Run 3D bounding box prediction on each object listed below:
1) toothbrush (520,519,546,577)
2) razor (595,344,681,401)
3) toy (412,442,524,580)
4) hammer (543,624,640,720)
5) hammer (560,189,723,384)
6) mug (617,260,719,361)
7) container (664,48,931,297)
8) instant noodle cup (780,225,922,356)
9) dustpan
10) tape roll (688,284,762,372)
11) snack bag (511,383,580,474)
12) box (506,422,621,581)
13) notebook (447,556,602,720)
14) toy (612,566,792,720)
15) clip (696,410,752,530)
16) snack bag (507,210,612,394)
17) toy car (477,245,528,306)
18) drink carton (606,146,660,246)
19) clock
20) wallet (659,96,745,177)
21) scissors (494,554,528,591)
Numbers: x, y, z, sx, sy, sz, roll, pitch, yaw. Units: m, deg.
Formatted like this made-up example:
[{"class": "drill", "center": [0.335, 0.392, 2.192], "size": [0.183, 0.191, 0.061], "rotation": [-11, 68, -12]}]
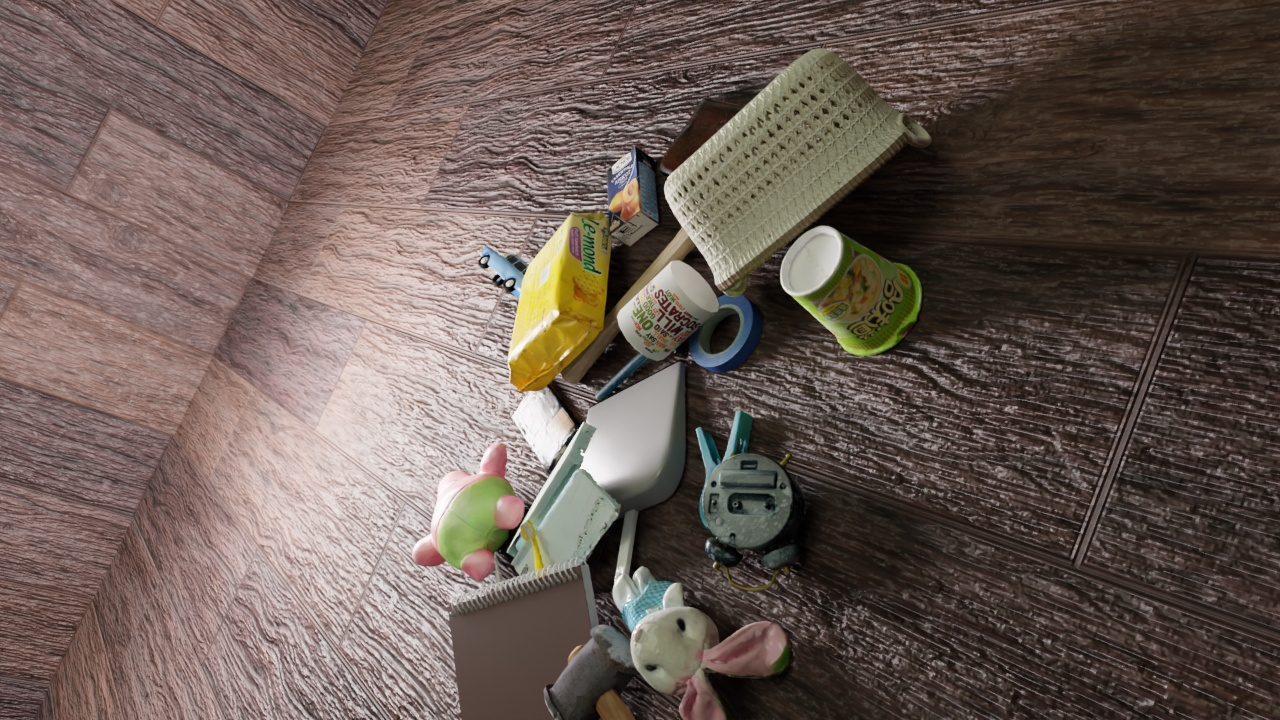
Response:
[{"class": "toothbrush", "center": [-0.108, 0.243, 1.026], "size": [0.021, 0.016, 0.135], "rotation": [-18, 92, 33]}, {"class": "razor", "center": [-0.007, 0.006, 1.117], "size": [0.144, 0.022, 0.042], "rotation": [-39, 40, 29]}, {"class": "toy", "center": [-0.226, 0.193, 1.206], "size": [0.192, 0.097, 0.237], "rotation": [-56, 27, -3]}, {"class": "hammer", "center": [0.020, 0.375, 0.804], "size": [0.098, 0.052, 0.328], "rotation": [-52, 45, 6]}, {"class": "hammer", "center": [0.004, -0.090, 1.148], "size": [0.324, 0.051, 0.117], "rotation": [-47, 35, 23]}, {"class": "mug", "center": [0.033, -0.062, 1.048], "size": [0.090, 0.073, 0.105], "rotation": [-42, 13, 27]}, {"class": "container", "center": [0.144, -0.191, 0.917], "size": [0.247, 0.143, 0.184], "rotation": [-39, 5, 27]}, {"class": "instant noodle cup", "center": [0.190, -0.070, 0.853], "size": [0.099, 0.108, 0.098], "rotation": [-31, 45, 37]}, {"class": "dustpan", "center": [-0.014, 0.137, 1.037], "size": [0.164, 0.033, 0.256], "rotation": [-28, 39, 38]}, {"class": "tape roll", "center": [0.094, -0.031, 1.022], "size": [0.091, 0.016, 0.093], "rotation": [-48, 38, 18]}, {"class": "snack bag", "center": [-0.125, 0.083, 1.213], "size": [0.075, 0.018, 0.155], "rotation": [-55, 37, 9]}, {"class": "box", "center": [-0.087, 0.176, 1.043], "size": [0.125, 0.075, 0.198], "rotation": [54, 133, 26]}, {"class": "notebook", "center": [-0.126, 0.322, 0.999], "size": [0.210, 0.022, 0.171], "rotation": [-25, 67, 32]}, {"class": "toy", "center": [0.028, 0.248, 0.849], "size": [0.131, 0.105, 0.205], "rotation": [-57, 38, 2]}, {"class": "clip", "center": [0.097, 0.110, 0.922], "size": [0.114, 0.028, 0.126], "rotation": [-20, 52, 45]}, {"class": "snack bag", "center": [-0.109, -0.083, 1.222], "size": [0.160, 0.068, 0.246], "rotation": [-41, 31, 37]}, {"class": "toy car", "center": [-0.194, -0.128, 1.390], "size": [0.054, 0.056, 0.153], "rotation": [-42, 47, -8]}, {"class": "drink carton", "center": [-0.010, -0.227, 1.258], "size": [0.064, 0.040, 0.129], "rotation": [-32, 45, 34]}, {"class": "clock", "center": [0.104, 0.147, 0.846], "size": [0.090, 0.052, 0.129], "rotation": [-2, 71, 27]}, {"class": "wallet", "center": [0.083, -0.283, 1.191], "size": [0.120, 0.031, 0.099], "rotation": [-58, 39, 4]}, {"class": "scissors", "center": [-0.149, 0.334, 1.055], "size": [0.204, 0.015, 0.202], "rotation": [50, 125, 42]}]
